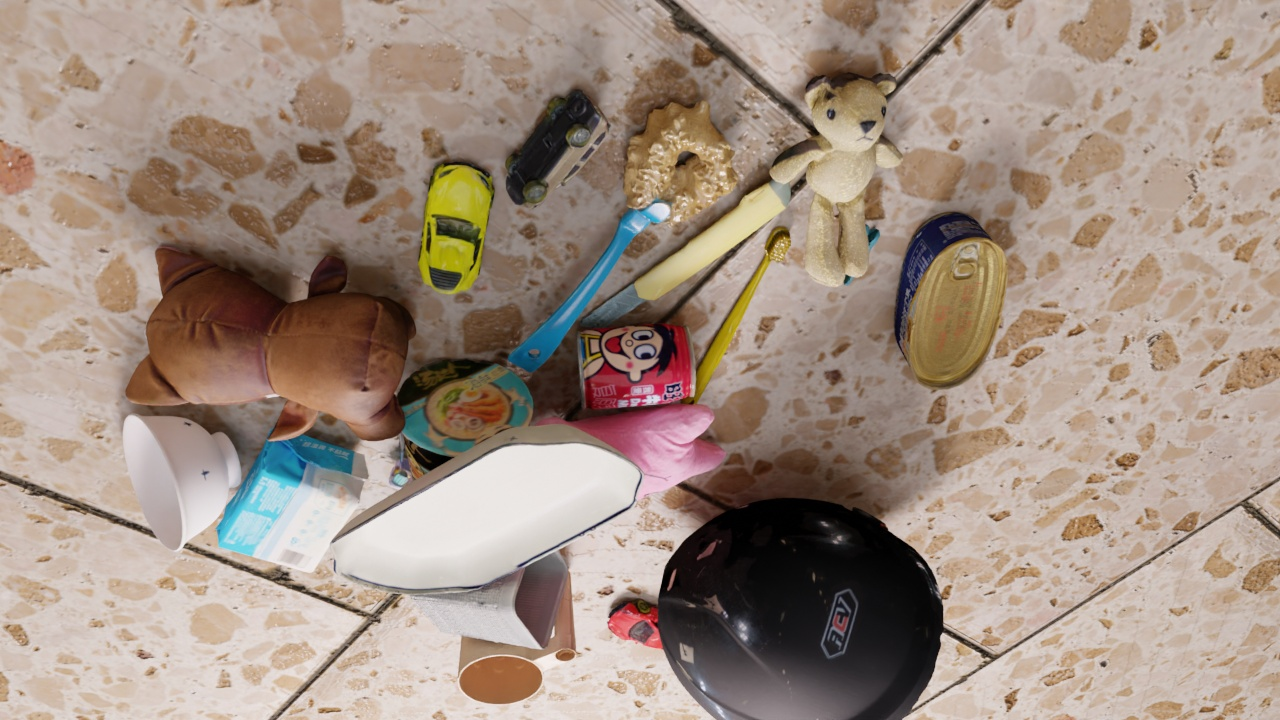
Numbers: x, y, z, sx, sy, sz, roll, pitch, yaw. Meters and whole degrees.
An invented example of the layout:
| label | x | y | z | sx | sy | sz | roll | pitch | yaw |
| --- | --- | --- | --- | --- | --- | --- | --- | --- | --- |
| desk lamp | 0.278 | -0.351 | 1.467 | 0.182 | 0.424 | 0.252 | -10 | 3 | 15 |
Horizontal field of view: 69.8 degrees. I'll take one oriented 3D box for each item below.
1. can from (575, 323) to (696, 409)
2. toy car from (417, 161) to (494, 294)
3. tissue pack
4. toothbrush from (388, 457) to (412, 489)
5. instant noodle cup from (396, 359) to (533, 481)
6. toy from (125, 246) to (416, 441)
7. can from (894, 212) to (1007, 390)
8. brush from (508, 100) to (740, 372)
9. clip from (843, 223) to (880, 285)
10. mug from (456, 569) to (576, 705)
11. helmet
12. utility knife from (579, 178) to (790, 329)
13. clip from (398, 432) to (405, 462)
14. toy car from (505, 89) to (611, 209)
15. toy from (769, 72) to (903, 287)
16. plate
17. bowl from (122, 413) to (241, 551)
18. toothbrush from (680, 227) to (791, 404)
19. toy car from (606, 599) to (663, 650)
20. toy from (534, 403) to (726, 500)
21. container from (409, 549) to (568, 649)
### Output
| label | x | y | z | sx | sy | sz | roll | pitch | yaw |
| --- | --- | --- | --- | --- | --- | --- | --- | --- | --- |
| can | -0.004 | 0.004 | 0.754 | 0.094 | 0.066 | 0.067 | -5 | 128 | -4 |
| toy car | -0.138 | -0.096 | 0.683 | 0.048 | 0.032 | 0.105 | 9 | 124 | -13 |
| tissue pack | -0.308 | 0.123 | 0.810 | 0.090 | 0.063 | 0.140 | 25 | 122 | -25 |
| toothbrush | -0.154 | 0.145 | 0.875 | 0.189 | 0.029 | 0.021 | 34 | 157 | -30 |
| instant noodle cup | -0.150 | 0.078 | 0.776 | 0.111 | 0.111 | 0.121 | 4 | 133 | -10 |
| toy | -0.272 | -0.011 | 0.686 | 0.199 | 0.140 | 0.131 | 7 | 162 | -10 |
| can | 0.254 | -0.047 | 0.758 | 0.074 | 0.049 | 0.148 | -6 | 128 | -3 |
| brush | -0.020 | -0.084 | 0.693 | 0.083 | 0.045 | 0.255 | 28 | 113 | -29 |
| clip | 0.171 | -0.086 | 0.741 | 0.040 | 0.014 | 0.056 | 17 | 123 | -20 |
| mug | -0.122 | 0.270 | 0.920 | 0.125 | 0.103 | 0.084 | -26 | 126 | 12 |
| helmet | 0.143 | 0.240 | 0.838 | 0.230 | 0.233 | 0.275 | 29 | 161 | -9 |
| utility knife | 0.035 | -0.078 | 0.726 | 0.207 | 0.021 | 0.031 | -36 | 119 | 17 |
| clip | -0.205 | 0.062 | 0.802 | 0.033 | 0.025 | 0.057 | 3 | 122 | -16 |
| toy car | -0.060 | -0.145 | 0.648 | 0.091 | 0.042 | 0.035 | -46 | 142 | 18 |
| toy | 0.148 | -0.130 | 0.671 | 0.105 | 0.066 | 0.157 | -8 | 121 | -8 |
| plate | -0.124 | 0.118 | 0.729 | 0.266 | 0.034 | 0.162 | -31 | 141 | 24 |
| bowl | -0.377 | 0.093 | 0.769 | 0.064 | 0.118 | 0.118 | -19 | 140 | -42 |
| toothbrush | 0.078 | -0.029 | 0.770 | 0.015 | 0.016 | 0.191 | 15 | 124 | -17 |
| toy car | 0.014 | 0.293 | 1.002 | 0.106 | 0.031 | 0.049 | 23 | 120 | -20 |
| toy | -0.013 | 0.091 | 0.815 | 0.194 | 0.074 | 0.179 | -5 | 149 | -16 |
| container | -0.143 | 0.210 | 0.864 | 0.114 | 0.090 | 0.090 | -1 | 138 | 20 |
